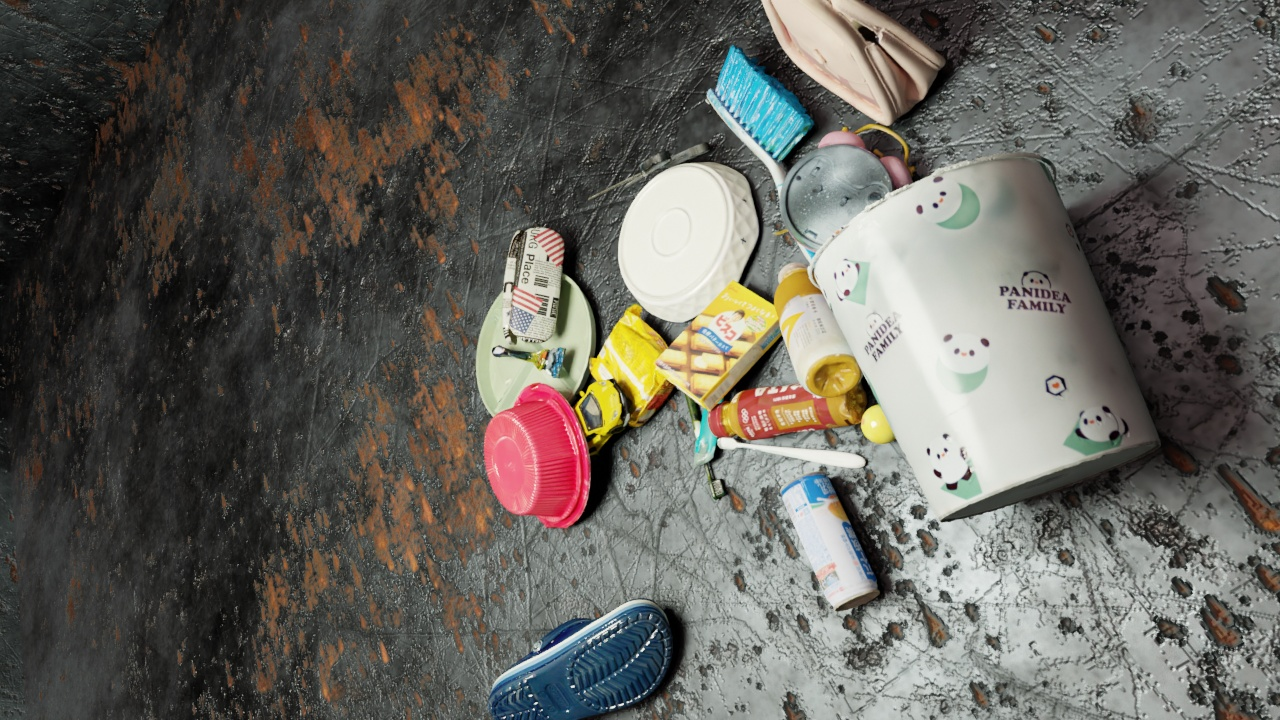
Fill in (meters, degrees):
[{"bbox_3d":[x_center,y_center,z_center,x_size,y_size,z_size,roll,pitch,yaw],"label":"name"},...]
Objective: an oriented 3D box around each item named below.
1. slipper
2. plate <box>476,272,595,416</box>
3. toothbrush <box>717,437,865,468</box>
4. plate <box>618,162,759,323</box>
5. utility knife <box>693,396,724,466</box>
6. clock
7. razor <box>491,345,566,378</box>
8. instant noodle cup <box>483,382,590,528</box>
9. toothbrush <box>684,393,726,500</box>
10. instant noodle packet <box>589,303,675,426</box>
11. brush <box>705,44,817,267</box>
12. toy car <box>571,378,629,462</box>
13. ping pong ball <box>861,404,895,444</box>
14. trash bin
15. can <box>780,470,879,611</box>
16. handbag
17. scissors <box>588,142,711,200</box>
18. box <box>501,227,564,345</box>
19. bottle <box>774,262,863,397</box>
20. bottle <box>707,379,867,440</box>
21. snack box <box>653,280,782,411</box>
[{"bbox_3d":[-0.066,0.361,1.090,0.253,0.105,0.095,-33,18,15],"label":"slipper"},{"bbox_3d":[-0.147,-0.015,1.286,0.231,0.027,0.230,-11,73,38],"label":"plate"},{"bbox_3d":[0.164,0.101,1.008,0.180,0.016,0.016,4,89,38],"label":"toothbrush"},{"bbox_3d":[0.050,-0.153,1.140,0.205,0.045,0.204,-13,70,39],"label":"plate"},{"bbox_3d":[0.090,0.016,1.084,0.029,0.013,0.222,1,75,37],"label":"utility knife"},{"bbox_3d":[0.221,-0.180,0.977,0.117,0.059,0.158,35,95,19],"label":"clock"},{"bbox_3d":[-0.160,-0.007,1.263,0.143,0.022,0.042,10,84,42],"label":"razor"},{"bbox_3d":[-0.143,0.129,1.183,0.194,0.065,0.194,15,110,49],"label":"instant noodle cup"},{"bbox_3d":[0.071,0.076,1.092,0.017,0.012,0.185,-27,63,26],"label":"toothbrush"},{"bbox_3d":[-0.007,0.007,1.150,0.111,0.044,0.128,-54,49,23],"label":"instant noodle packet"},{"bbox_3d":[0.165,-0.235,1.066,0.110,0.060,0.314,-50,55,26],"label":"brush"},{"bbox_3d":[-0.063,0.077,1.158,0.156,0.041,0.071,-47,58,49],"label":"toy car"},{"bbox_3d":[0.244,0.065,0.930,0.040,0.040,0.040,-11,72,38],"label":"ping pong ball"},{"bbox_3d":[0.298,-0.009,0.796,0.230,0.229,0.251,-30,68,31],"label":"trash bin"},{"bbox_3d":[0.193,0.183,0.936,0.053,0.053,0.134,-37,58,27],"label":"can"},{"bbox_3d":[0.190,-0.355,0.948,0.093,0.234,0.193,-52,52,16],"label":"handbag"},{"bbox_3d":[0.009,-0.240,1.170,0.181,0.159,0.014,-22,93,9],"label":"scissors"},{"bbox_3d":[-0.146,-0.101,1.261,0.087,0.076,0.162,5,78,13],"label":"box"},{"bbox_3d":[0.180,-0.040,0.959,0.068,0.068,0.189,-43,29,24],"label":"bottle"},{"bbox_3d":[0.155,0.053,0.996,0.175,0.057,0.057,-14,71,37],"label":"bottle"},{"bbox_3d":[0.093,-0.018,1.052,0.140,0.034,0.087,-45,50,-7],"label":"snack box"}]
